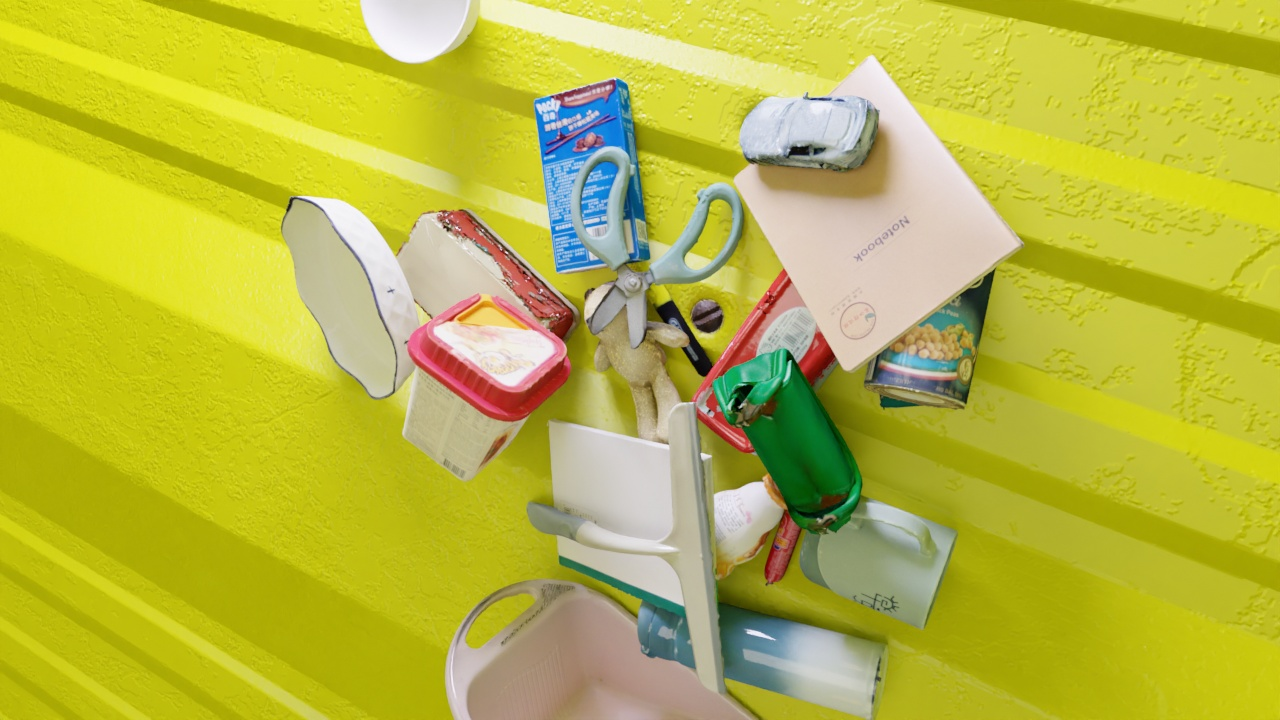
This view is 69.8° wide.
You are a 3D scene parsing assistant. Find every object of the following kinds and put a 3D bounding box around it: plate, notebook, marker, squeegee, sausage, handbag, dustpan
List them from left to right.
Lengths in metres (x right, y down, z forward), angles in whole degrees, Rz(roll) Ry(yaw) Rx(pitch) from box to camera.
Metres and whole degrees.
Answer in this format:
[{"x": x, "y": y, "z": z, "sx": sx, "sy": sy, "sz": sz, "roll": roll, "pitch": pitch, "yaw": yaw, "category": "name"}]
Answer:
[{"x": -0.275, "y": -0.063, "z": 0.884, "sx": 0.205, "sy": 0.045, "sz": 0.205, "roll": 34, "pitch": 138, "yaw": 37, "category": "plate"}, {"x": -0.038, "y": 0.152, "z": 0.816, "sx": 0.247, "sy": 0.039, "sz": 0.246, "roll": 3, "pitch": 103, "yaw": 47, "category": "squeegee"}, {"x": -0.034, "y": 0.307, "z": 0.793, "sx": 0.274, "sy": 0.221, "sz": 0.139, "roll": 11, "pitch": 116, "yaw": 30, "category": "dustpan"}, {"x": -0.012, "y": 0.140, "z": 0.823, "sx": 0.209, "sy": 0.012, "sz": 0.150, "roll": 9, "pitch": 106, "yaw": 46, "category": "notebook"}, {"x": 0.027, "y": -0.039, "z": 0.811, "sx": 0.018, "sy": 0.015, "sz": 0.124, "roll": -35, "pitch": 84, "yaw": 30, "category": "marker"}, {"x": 0.110, "y": 0.061, "z": 0.696, "sx": 0.068, "sy": 0.120, "sz": 0.131, "roll": -29, "pitch": 97, "yaw": 15, "category": "handbag"}, {"x": 0.135, "y": 0.129, "z": 0.792, "sx": 0.020, "sy": 0.020, "sz": 0.156, "roll": 24, "pitch": 109, "yaw": 19, "category": "sausage"}, {"x": 0.165, "y": -0.113, "z": 0.686, "sx": 0.148, "sy": 0.008, "sz": 0.207, "roll": -40, "pitch": 55, "yaw": 25, "category": "notebook"}]

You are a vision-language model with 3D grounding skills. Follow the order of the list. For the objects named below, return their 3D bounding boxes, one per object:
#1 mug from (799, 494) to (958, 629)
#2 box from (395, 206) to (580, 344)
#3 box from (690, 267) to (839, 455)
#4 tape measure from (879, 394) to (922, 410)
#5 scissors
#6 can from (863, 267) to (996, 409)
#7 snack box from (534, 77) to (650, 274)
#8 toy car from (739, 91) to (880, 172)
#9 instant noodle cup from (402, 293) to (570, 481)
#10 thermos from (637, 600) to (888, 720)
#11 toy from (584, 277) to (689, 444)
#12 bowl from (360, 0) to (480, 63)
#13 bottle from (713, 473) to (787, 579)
[{"x": 0.187, "y": 0.147, "z": 0.724, "sx": 0.106, "sy": 0.082, "sz": 0.112, "roll": 21, "pitch": 148, "yaw": 23, "category": "mug"}, {"x": -0.149, "y": -0.061, "z": 0.852, "sx": 0.168, "sy": 0.079, "sz": 0.091, "roll": 43, "pitch": 115, "yaw": 11, "category": "box"}, {"x": 0.125, "y": -0.013, "z": 0.762, "sx": 0.087, "sy": 0.048, "sz": 0.202, "roll": 38, "pitch": 113, "yaw": 11, "category": "box"}, {"x": 0.216, "y": 0.012, "z": 0.728, "sx": 0.058, "sy": 0.025, "sz": 0.054, "roll": -6, "pitch": 98, "yaw": 25, "category": "tape measure"}, {"x": -0.008, "y": -0.105, "z": 0.769, "sx": 0.177, "sy": 0.019, "sz": 0.174, "roll": 43, "pitch": 91, "yaw": -2, "category": "scissors"}, {"x": 0.213, "y": -0.024, "z": 0.676, "sx": 0.075, "sy": 0.075, "sz": 0.111, "roll": 12, "pitch": 85, "yaw": 22, "category": "can"}, {"x": -0.043, "y": -0.159, "z": 0.806, "sx": 0.085, "sy": 0.026, "sz": 0.157, "roll": -7, "pitch": 91, "yaw": 26, "category": "snack box"}, {"x": 0.126, "y": -0.177, "z": 0.707, "sx": 0.121, "sy": 0.036, "sz": 0.054, "roll": 15, "pitch": 87, "yaw": 44, "category": "toy car"}, {"x": -0.140, "y": 0.026, "z": 0.784, "sx": 0.116, "sy": 0.116, "sz": 0.124, "roll": 35, "pitch": 126, "yaw": 8, "category": "instant noodle cup"}, {"x": 0.102, "y": 0.251, "z": 0.805, "sx": 0.221, "sy": 0.070, "sz": 0.070, "roll": 9, "pitch": 104, "yaw": 23, "category": "thermos"}, {"x": -0.005, "y": 0.005, "z": 0.806, "sx": 0.105, "sy": 0.066, "sz": 0.157, "roll": -19, "pitch": 95, "yaw": 43, "category": "toy"}, {"x": -0.185, "y": -0.326, "z": 0.826, "sx": 0.118, "sy": 0.064, "sz": 0.118, "roll": 5, "pitch": 103, "yaw": 24, "category": "bowl"}, {"x": 0.083, "y": 0.141, "z": 0.793, "sx": 0.109, "sy": 0.063, "sz": 0.063, "roll": -43, "pitch": 81, "yaw": 25, "category": "bottle"}]
